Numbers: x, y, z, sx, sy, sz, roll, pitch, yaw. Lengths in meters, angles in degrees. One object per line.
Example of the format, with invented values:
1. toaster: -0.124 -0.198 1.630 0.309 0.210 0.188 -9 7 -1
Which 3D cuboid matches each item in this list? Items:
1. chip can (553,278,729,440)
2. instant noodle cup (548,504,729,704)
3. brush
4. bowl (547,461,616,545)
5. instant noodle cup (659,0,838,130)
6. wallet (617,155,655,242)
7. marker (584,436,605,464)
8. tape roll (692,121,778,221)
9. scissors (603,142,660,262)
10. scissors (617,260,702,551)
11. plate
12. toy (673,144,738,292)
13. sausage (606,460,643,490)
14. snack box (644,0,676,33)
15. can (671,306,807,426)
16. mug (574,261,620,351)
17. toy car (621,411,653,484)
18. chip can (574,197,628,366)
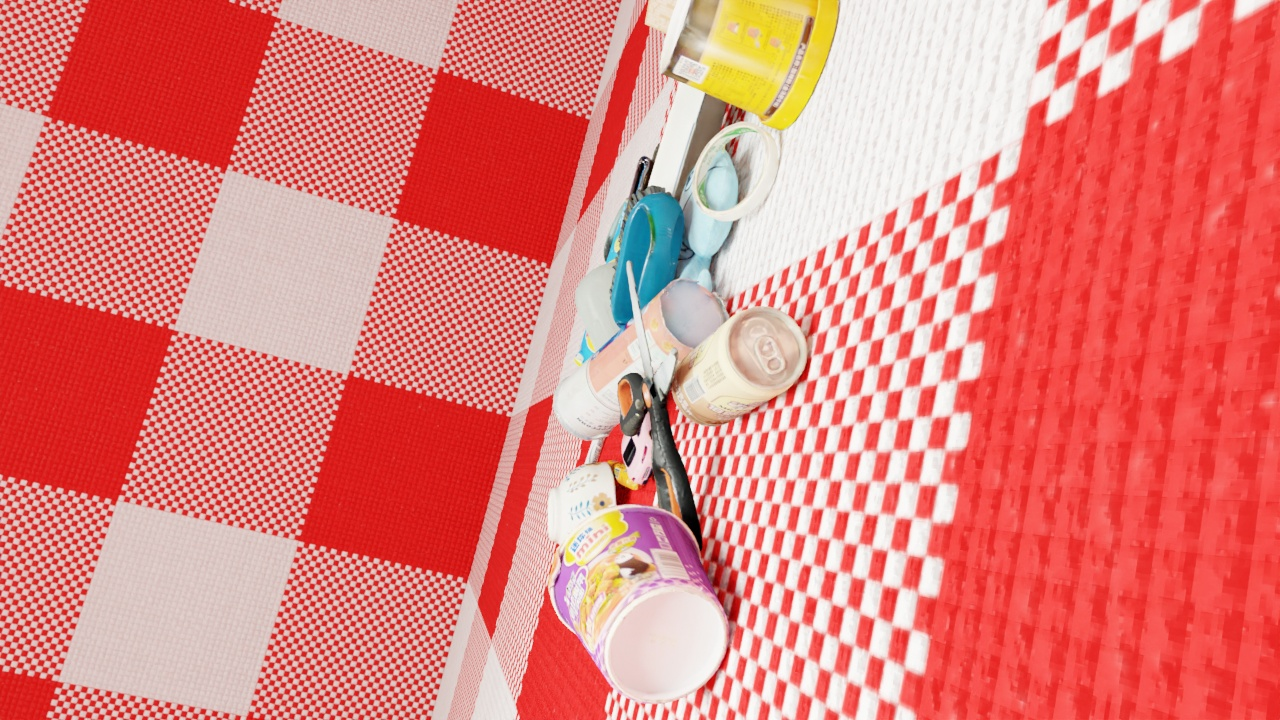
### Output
1. chip can: -0.005 0.005 0.836 0.215 0.071 0.071 -40 35 52
2. instant noodle cup: 0.003 0.165 0.608 0.099 0.111 0.112 -135 61 -67
3. brush: 0.007 -0.084 0.841 0.073 0.055 0.144 -106 25 -56
4. bowl: -0.066 0.164 0.981 0.113 0.062 0.113 -177 91 -77
5. instant noodle cup: 0.084 -0.263 0.752 0.118 0.114 0.118 -166 91 -79
6. wallet: 0.017 -0.164 1.012 0.122 0.020 0.096 7 -82 -63
7. marker: -0.057 0.112 1.187 0.017 0.017 0.145 -105 33 -69
8. tape roll: 0.080 -0.162 0.784 0.086 0.014 0.085 -19 62 42
9. scissors: -0.005 -0.191 1.157 0.171 0.019 0.177 -46 -22 -44
10. scissors: 0.008 0.042 0.696 0.234 0.021 0.221 133 123 -76
11. plate: 0.042 -0.199 0.937 0.161 0.034 0.266 -30 -42 -76
12. toy: 0.059 -0.124 0.857 0.161 0.049 0.157 -92 19 -47
13. sausage: -0.018 0.120 0.970 0.165 0.021 0.021 170 115 -77
14. snack box: 0.073 -0.338 0.844 0.094 0.093 0.077 -30 -36 -40
15. can: 0.064 0.006 0.623 0.116 0.058 0.058 135 149 -68
16. mug: -0.014 -0.027 0.973 0.124 0.083 0.103 79 171 -46
17. toy car: 0.002 0.069 0.903 0.122 0.037 0.056 -88 19 -54
18. chip can: -0.017 -0.087 1.117 0.071 0.071 0.210 -114 41 -73
